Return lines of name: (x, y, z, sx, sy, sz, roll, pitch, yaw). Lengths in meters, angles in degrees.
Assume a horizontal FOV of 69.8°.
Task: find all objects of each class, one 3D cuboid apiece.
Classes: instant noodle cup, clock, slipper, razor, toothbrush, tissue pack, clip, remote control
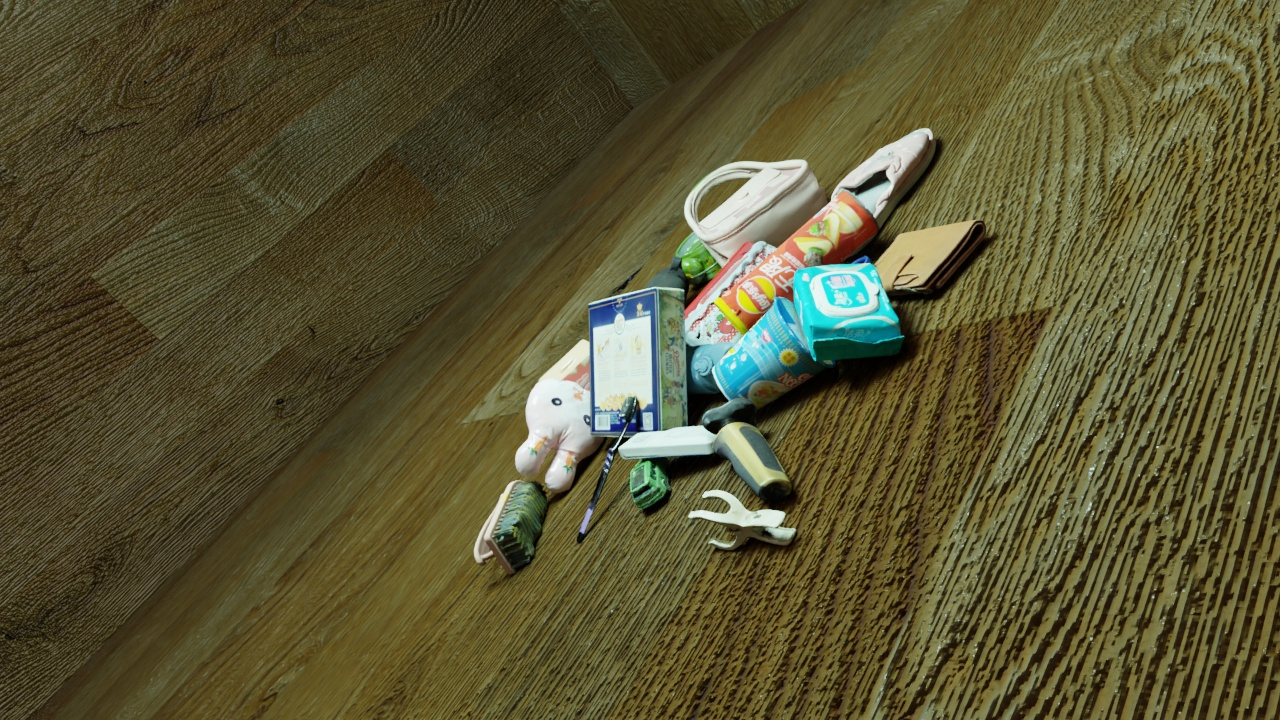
instant noodle cup: (0.142, 0.001, 1.015, 0.110, 0.099, 0.099, -42, 17, 24)
clock: (0.113, -0.176, 1.510, 0.116, 0.056, 0.161, -34, 21, 21)
slipper: (0.319, -0.238, 1.256, 0.273, 0.054, 0.114, -52, 22, -26)
razor: (0.111, 0.090, 0.925, 0.167, 0.062, 0.068, -120, 50, -66)
toothbrush: (-0.042, 0.127, 1.096, 0.014, 0.016, 0.188, 5, 69, 50)
tissue pack: (0.214, -0.051, 0.961, 0.093, 0.050, 0.133, -4, 36, 1)
clip: (0.099, 0.158, 0.849, 0.104, 0.087, 0.034, 14, 50, 33)
remote control: (0.039, 0.092, 1.042, 0.125, 0.024, 0.048, -9, 13, 33)

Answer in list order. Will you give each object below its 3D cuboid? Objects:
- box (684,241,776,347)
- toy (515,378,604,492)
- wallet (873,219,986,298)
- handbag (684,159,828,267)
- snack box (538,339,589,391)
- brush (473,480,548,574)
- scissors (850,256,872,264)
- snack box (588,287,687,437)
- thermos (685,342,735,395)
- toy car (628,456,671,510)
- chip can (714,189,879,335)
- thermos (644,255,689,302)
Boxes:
box: (0.130, -0.068, 1.262, 0.200, 0.100, 0.095, -48, -21, -22)
toy: (-0.107, 0.098, 1.237, 0.054, 0.121, 0.159, -34, 31, 51)
wallet: (0.306, -0.106, 1.026, 0.119, 0.035, 0.131, -43, 15, -15)
handbag: (0.157, -0.243, 1.427, 0.193, 0.093, 0.234, -38, 35, -3)
snack box: (-0.078, 0.037, 1.336, 0.092, 0.094, 0.077, -43, 19, -9)
brush: (-0.166, 0.205, 1.177, 0.073, 0.063, 0.145, -23, 23, 17)
scissors: (0.214, -0.065, 1.098, 0.162, 0.012, 0.162, -47, 12, 16)
snack box: (-0.007, 0.007, 1.171, 0.178, 0.045, 0.182, -6, 84, 59)
thermos: (0.056, 0.013, 1.178, 0.070, 0.070, 0.221, -49, 20, -25)
toy car: (0.009, 0.134, 1.048, 0.043, 0.036, 0.091, -37, 15, 15)
chip can: (0.196, -0.117, 1.153, 0.217, 0.073, 0.073, -40, 19, 5)
thermos: (0.029, -0.094, 1.356, 0.242, 0.068, 0.090, -63, -15, -68)
